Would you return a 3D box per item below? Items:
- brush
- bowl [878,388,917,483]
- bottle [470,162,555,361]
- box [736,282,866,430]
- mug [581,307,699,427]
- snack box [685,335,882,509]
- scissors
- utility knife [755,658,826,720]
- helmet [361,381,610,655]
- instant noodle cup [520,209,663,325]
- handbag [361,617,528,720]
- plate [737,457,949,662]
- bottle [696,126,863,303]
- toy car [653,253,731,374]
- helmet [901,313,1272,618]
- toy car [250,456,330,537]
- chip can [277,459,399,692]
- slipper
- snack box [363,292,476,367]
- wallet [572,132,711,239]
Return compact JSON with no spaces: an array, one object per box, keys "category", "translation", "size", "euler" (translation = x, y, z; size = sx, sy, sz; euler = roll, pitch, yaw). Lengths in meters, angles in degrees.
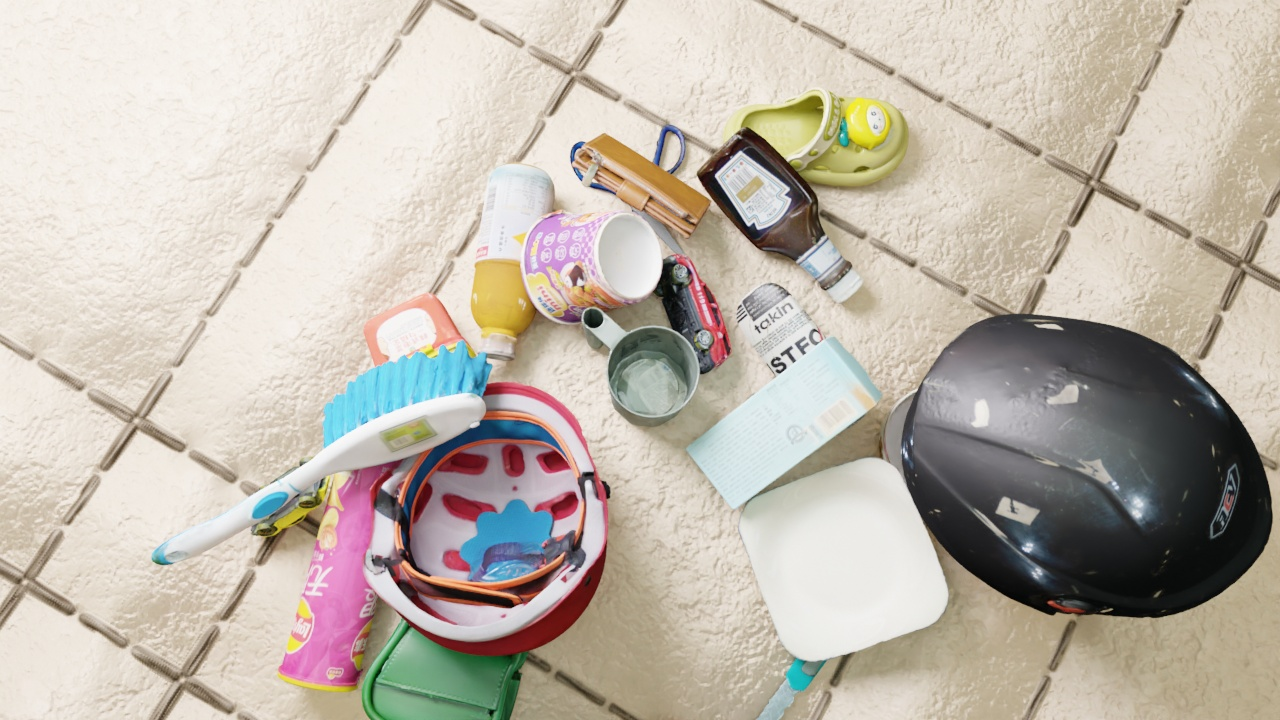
[{"category":"brush","translation":[-0.274,0.081,0.796],"size":[0.315,0.060,0.109],"euler":[-20,45,5]},{"category":"bowl","translation":[0.280,0.083,0.882],"size":[0.113,0.062,0.113],"euler":[1,80,-4]},{"category":"bottle","translation":[-0.127,-0.095,0.895],"size":[0.068,0.068,0.189],"euler":[7,80,-1]},{"category":"box","translation":[0.159,-0.003,0.906],"size":[0.075,0.081,0.163],"euler":[-42,85,21]},{"category":"mug","translation":[-0.005,0.005,0.865],"size":[0.124,0.103,0.083],"euler":[42,81,6]},{"category":"snack box","translation":[0.132,0.058,0.853],"size":[0.175,0.051,0.074],"euler":[-40,82,19]},{"category":"scissors","translation":[-0.003,-0.171,0.942],"size":[0.176,0.012,0.162],"euler":[36,82,2]},{"category":"utility knife","translation":[0.168,0.278,0.869],"size":[0.029,0.013,0.221],"euler":[38,82,5]},{"category":"helmet","translation":[-0.124,0.152,0.816],"size":[0.207,0.144,0.239],"euler":[-3,50,6]},{"category":"instant noodle cup","translation":[-0.041,-0.091,0.859],"size":[0.111,0.099,0.111],"euler":[2,87,-40]},{"category":"handbag","translation":[-0.175,0.290,0.833],"size":[0.131,0.068,0.120],"euler":[22,72,3]},{"category":"plate","translation":[0.188,0.185,0.859],"size":[0.164,0.034,0.164],"euler":[-22,78,13]},{"category":"bottle","translation":[0.145,-0.138,0.912],"size":[0.195,0.043,0.080],"euler":[47,123,-3]},{"category":"toy car","translation":[0.051,-0.047,0.902],"size":[0.045,0.053,0.120],"euler":[-21,88,-29]},{"category":"helmet","translation":[0.344,0.081,0.739],"size":[0.275,0.230,0.233],"euler":[16,77,40]},{"category":"toy car","translation":[-0.321,0.128,0.850],"size":[0.105,0.032,0.048],"euler":[-33,49,23]},{"category":"chip can","translation":[-0.267,0.187,0.839],"size":[0.071,0.071,0.210],"euler":[12,80,0]},{"category":"slipper","translation":[0.180,-0.228,0.924],"size":[0.190,0.081,0.091],"euler":[0,83,0]},{"category":"snack box","translation":[-0.212,-0.012,0.874],"size":[0.091,0.082,0.080],"euler":[-27,72,-5]},{"category":"wallet","translation":[0.003,-0.170,0.882],"size":[0.130,0.118,0.035],"euler":[33,118,-1]}]
